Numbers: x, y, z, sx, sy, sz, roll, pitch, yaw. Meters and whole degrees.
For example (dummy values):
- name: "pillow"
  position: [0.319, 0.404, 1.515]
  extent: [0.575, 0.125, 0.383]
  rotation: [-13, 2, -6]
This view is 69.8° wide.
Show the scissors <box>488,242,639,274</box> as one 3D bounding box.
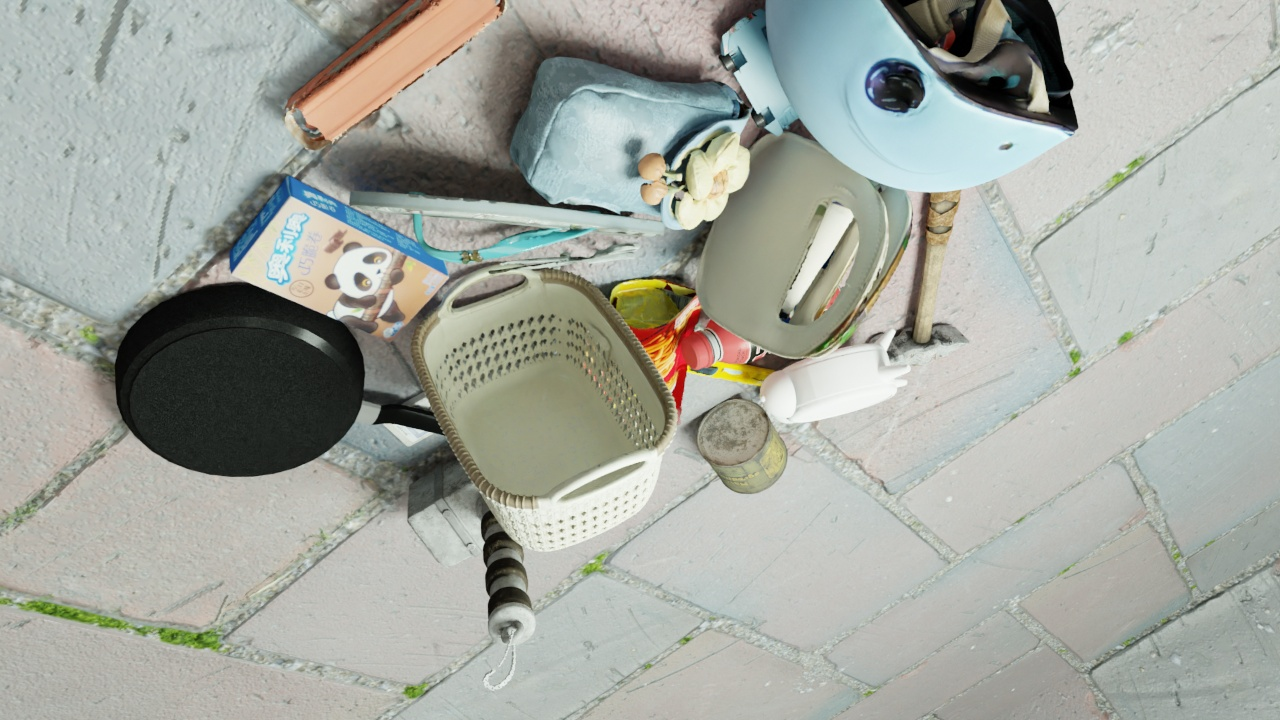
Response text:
- name: "scissors"
  position: [-0.053, -0.089, 0.806]
  extent: [0.142, 0.014, 0.174]
  rotation: [-6, -177, 32]

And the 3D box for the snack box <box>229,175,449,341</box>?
- name: "snack box"
  position: [-0.246, -0.079, 0.758]
  extent: [0.087, 0.034, 0.151]
  rotation: [-44, 135, 19]

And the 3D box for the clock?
- name: "clock"
  position: [0.215, 0.020, 1.030]
  extent: [0.161, 0.072, 0.125]
  rotation: [-16, 167, 11]

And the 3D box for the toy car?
- name: "toy car"
  position: [0.104, -0.244, 0.768]
  extent: [0.060, 0.027, 0.108]
  rotation: [-34, 128, 9]

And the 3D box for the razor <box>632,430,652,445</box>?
- name: "razor"
  position: [-0.025, 0.111, 1.050]
  extent: [0.116, 0.047, 0.088]
  rotation: [-40, 165, -6]

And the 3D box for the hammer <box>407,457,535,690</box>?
- name: "hammer"
  position: [-0.129, 0.175, 0.861]
  extent: [0.177, 0.326, 0.079]
  rotation: [-29, 115, 0]

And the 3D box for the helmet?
- name: "helmet"
  position: [0.193, -0.234, 0.687]
  extent: [0.265, 0.224, 0.167]
  rotation: [35, 135, -21]

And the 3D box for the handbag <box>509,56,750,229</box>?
- name: "handbag"
  position: [0.001, -0.165, 0.729]
  extent: [0.191, 0.118, 0.122]
  rotation: [2, 135, -35]

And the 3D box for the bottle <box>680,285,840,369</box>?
- name: "bottle"
  position: [0.122, -0.037, 0.935]
  extent: [0.176, 0.062, 0.062]
  rotation: [-23, 140, -22]

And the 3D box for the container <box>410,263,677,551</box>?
- name: "container"
  position: [-0.085, 0.044, 0.807]
  extent: [0.184, 0.246, 0.143]
  rotation: [-21, 143, -17]

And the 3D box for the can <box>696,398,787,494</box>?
- name: "can"
  position: [0.121, 0.102, 1.080]
  extent: [0.090, 0.089, 0.074]
  rotation: [-31, 138, 5]

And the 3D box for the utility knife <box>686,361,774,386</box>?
- name: "utility knife"
  position: [0.097, 0.010, 1.033]
  extent: [0.151, 0.017, 0.031]
  rotation: [8, 140, -36]

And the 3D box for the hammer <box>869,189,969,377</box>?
- name: "hammer"
  position: [0.321, -0.110, 1.001]
  extent: [0.121, 0.049, 0.319]
  rotation: [-19, 136, -11]

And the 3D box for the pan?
- name: "pan"
  position: [-0.287, 0.045, 0.847]
  extent: [0.355, 0.044, 0.205]
  rotation: [18, 123, -33]

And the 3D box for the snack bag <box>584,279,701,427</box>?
- name: "snack bag"
  position: [-0.006, 0.006, 0.959]
  extent: [0.138, 0.066, 0.208]
  rotation: [-9, 144, -20]

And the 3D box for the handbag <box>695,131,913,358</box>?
- name: "handbag"
  position: [0.153, -0.094, 0.805]
  extent: [0.092, 0.199, 0.201]
  rotation: [11, 112, -33]

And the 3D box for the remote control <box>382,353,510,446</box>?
- name: "remote control"
  position: [-0.190, 0.040, 0.924]
  extent: [0.136, 0.011, 0.050]
  rotation: [-29, 138, 3]

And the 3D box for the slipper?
- name: "slipper"
  position: [-0.098, -0.104, 0.753]
  extent: [0.268, 0.098, 0.055]
  rotation: [0, 96, -29]

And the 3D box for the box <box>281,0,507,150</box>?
- name: "box"
  position: [-0.175, -0.212, 0.649]
  extent: [0.187, 0.056, 0.059]
  rotation: [-34, 170, 11]
